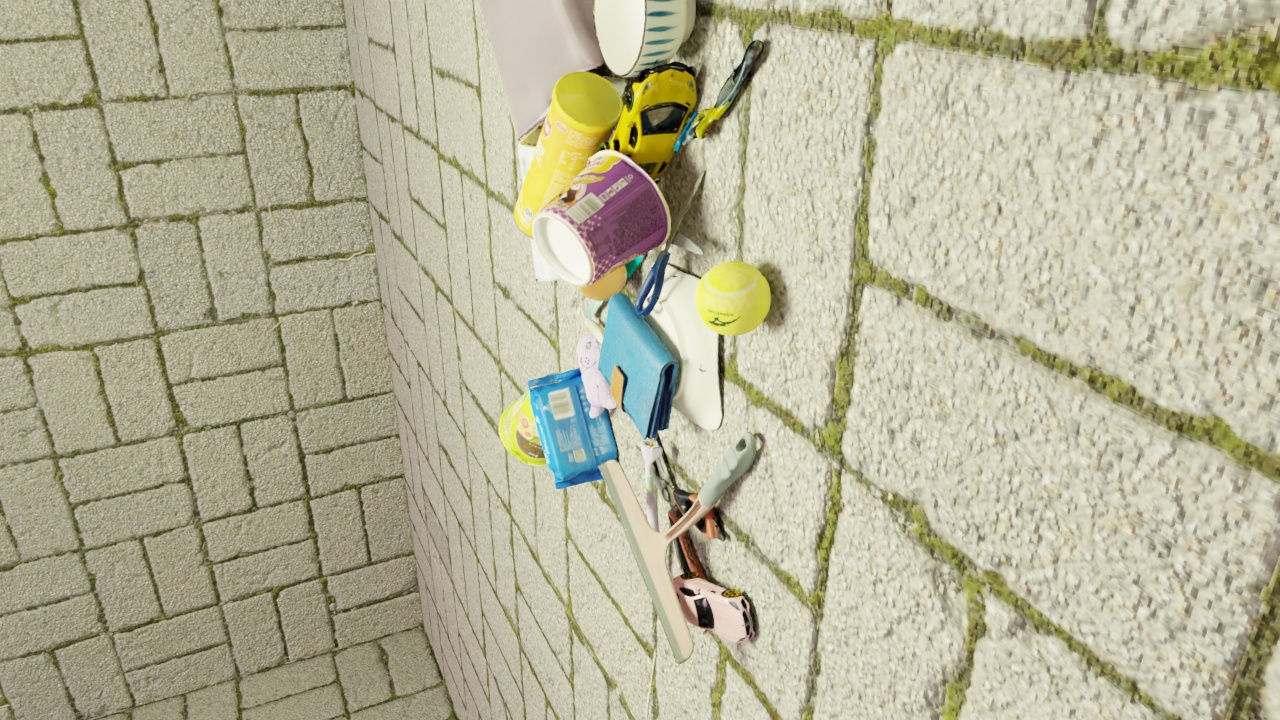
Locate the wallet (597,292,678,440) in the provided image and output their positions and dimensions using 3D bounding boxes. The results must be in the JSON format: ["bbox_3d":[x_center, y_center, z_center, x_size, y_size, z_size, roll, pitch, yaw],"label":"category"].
[{"bbox_3d":[-0.006,0.006,0.978,0.133,0.040,0.107,55,144,44],"label":"wallet"}]

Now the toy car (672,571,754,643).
[{"bbox_3d":[0.073,0.265,0.982,0.123,0.037,0.056,6,114,55],"label":"toy car"}]

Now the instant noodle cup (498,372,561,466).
[{"bbox_3d":[-0.134,0.078,1.321,0.124,0.111,0.111,-52,53,52],"label":"instant noodle cup"}]

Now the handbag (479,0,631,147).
[{"bbox_3d":[-0.090,-0.353,1.013,0.145,0.098,0.197,-34,68,48],"label":"handbag"}]

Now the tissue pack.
[{"bbox_3d":[-0.090,0.091,1.230,0.052,0.094,0.157,150,106,-67],"label":"tissue pack"}]

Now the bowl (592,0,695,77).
[{"bbox_3d":[0.008,-0.320,0.838,0.117,0.066,0.116,170,90,-67],"label":"bowl"}]

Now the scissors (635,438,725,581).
[{"bbox_3d":[0.043,0.170,1.056,0.227,0.015,0.189,-156,58,-64],"label":"scissors"}]

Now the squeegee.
[{"bbox_3d":[0.062,0.146,0.946,0.250,0.040,0.247,-55,47,42],"label":"squeegee"}]

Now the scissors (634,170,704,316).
[{"bbox_3d":[0.026,-0.118,0.922,0.173,0.012,0.162,47,124,60],"label":"scissors"}]

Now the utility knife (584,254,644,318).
[{"bbox_3d":[-0.033,-0.096,1.110,0.224,0.013,0.029,-42,62,61],"label":"utility knife"}]

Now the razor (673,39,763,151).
[{"bbox_3d":[0.072,-0.229,0.795,0.042,0.022,0.143,-62,10,-28],"label":"razor"}]

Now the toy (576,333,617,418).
[{"bbox_3d":[-0.057,0.018,1.186,0.084,0.038,0.108,-34,70,60],"label":"toy"}]

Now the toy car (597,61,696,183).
[{"bbox_3d":[0.008,-0.222,0.881,0.156,0.071,0.041,120,135,-57],"label":"toy car"}]

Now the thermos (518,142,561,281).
[{"bbox_3d":[-0.117,-0.217,1.183,0.073,0.073,0.224,-166,68,-65],"label":"thermos"}]

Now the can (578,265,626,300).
[{"bbox_3d":[-0.062,-0.126,1.085,0.146,0.058,0.058,-120,28,-55],"label":"can"}]

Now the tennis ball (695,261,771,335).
[{"bbox_3d":[0.080,-0.054,0.797,0.066,0.065,0.065,168,90,-67],"label":"tennis ball"}]

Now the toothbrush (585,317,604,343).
[{"bbox_3d":[-0.024,-0.006,1.122,0.191,0.016,0.018,49,132,45],"label":"toothbrush"}]

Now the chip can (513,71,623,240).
[{"bbox_3d":[-0.082,-0.211,0.989,0.072,0.072,0.214,70,154,20],"label":"chip can"}]

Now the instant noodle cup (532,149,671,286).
[{"bbox_3d":[-0.043,-0.130,0.887,0.111,0.099,0.112,36,151,23],"label":"instant noodle cup"}]

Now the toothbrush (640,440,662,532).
[{"bbox_3d":[0.016,0.176,1.081,0.029,0.021,0.189,18,126,33],"label":"toothbrush"}]

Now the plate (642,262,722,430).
[{"bbox_3d":[0.033,-0.015,0.969,0.164,0.034,0.164,-145,48,-59],"label":"plate"}]
